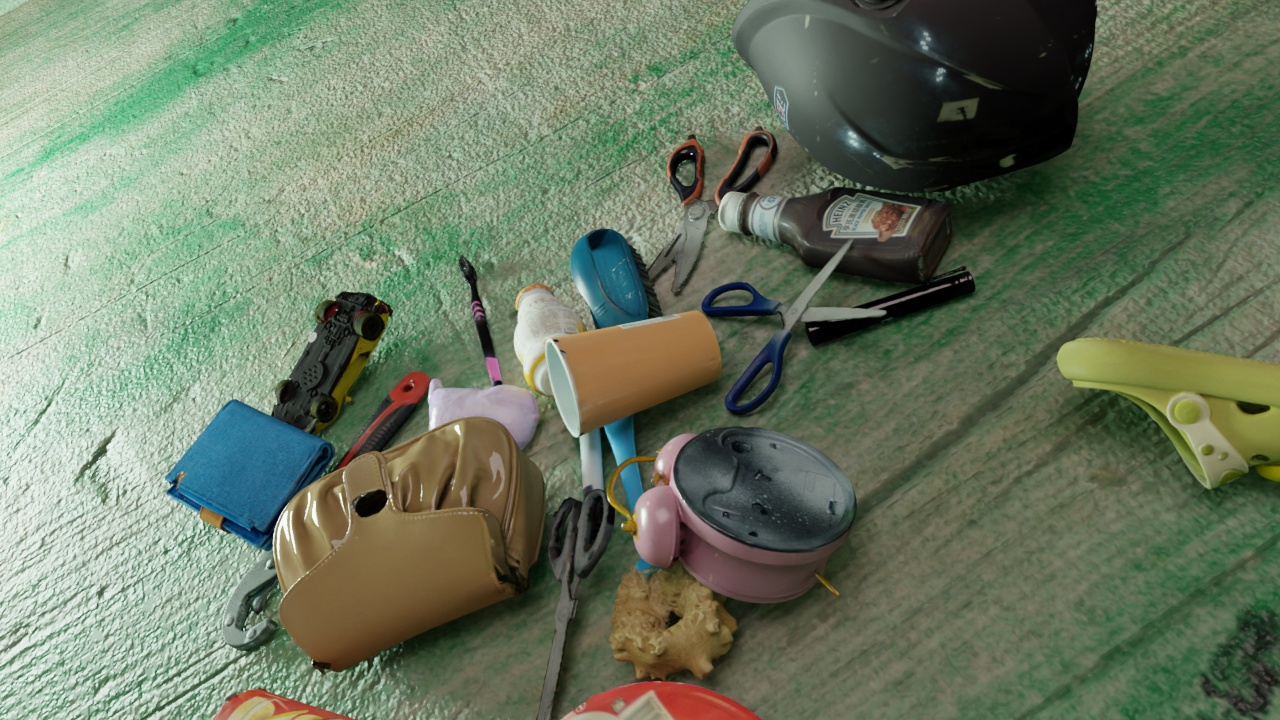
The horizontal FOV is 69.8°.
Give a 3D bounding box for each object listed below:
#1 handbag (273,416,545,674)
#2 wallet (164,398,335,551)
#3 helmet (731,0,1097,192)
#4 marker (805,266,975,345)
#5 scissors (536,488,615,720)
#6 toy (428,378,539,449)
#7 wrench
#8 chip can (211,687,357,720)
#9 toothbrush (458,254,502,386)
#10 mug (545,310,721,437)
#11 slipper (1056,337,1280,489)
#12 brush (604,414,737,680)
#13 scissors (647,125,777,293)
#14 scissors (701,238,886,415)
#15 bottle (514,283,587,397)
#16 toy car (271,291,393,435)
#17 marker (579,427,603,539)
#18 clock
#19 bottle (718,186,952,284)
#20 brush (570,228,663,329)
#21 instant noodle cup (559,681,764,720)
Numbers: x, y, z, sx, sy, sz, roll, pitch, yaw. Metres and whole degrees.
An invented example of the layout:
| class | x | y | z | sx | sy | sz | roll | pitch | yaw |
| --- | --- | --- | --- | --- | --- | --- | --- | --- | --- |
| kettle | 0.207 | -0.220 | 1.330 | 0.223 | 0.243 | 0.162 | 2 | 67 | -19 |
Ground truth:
| class | x | y | z | sx | sy | sz | roll | pitch | yaw |
| --- | --- | --- | --- | --- | --- | --- | --- | --- | --- |
| handbag | -0.172 | 0.127 | 0.669 | 0.204 | 0.100 | 0.147 | -25 | 50 | 6 |
| wallet | -0.343 | 0.098 | 0.804 | 0.133 | 0.040 | 0.106 | 17 | 66 | 29 |
| helmet | 0.220 | -0.247 | 0.734 | 0.275 | 0.233 | 0.230 | -14 | 77 | 7 |
| marker | 0.193 | -0.042 | 0.714 | 0.132 | 0.022 | 0.020 | -19 | 12 | 7 |
| scissors | -0.046 | 0.168 | 0.617 | 0.137 | 0.014 | 0.174 | -49 | 32 | 20 |
| toy | -0.135 | 0.051 | 0.761 | 0.108 | 0.039 | 0.083 | -1 | 65 | 16 |
| wrench | -0.261 | 0.116 | 0.774 | 0.056 | 0.016 | 0.272 | 10 | 56 | 30 |
| chip can | -0.178 | 0.264 | 0.575 | 0.217 | 0.073 | 0.073 | 3 | 53 | 26 |
| toothbrush | -0.151 | -0.039 | 0.860 | 0.014 | 0.018 | 0.189 | -25 | 48 | 3 |
| mug | -0.004 | 0.004 | 0.709 | 0.122 | 0.078 | 0.078 | -17 | 44 | -16 |
| slipper | 0.348 | 0.036 | 0.553 | 0.191 | 0.091 | 0.081 | 15 | 98 | 21 |
| brush | 0.003 | 0.113 | 0.650 | 0.083 | 0.046 | 0.254 | -24 | 41 | 7 |
| scissors | 0.055 | -0.152 | 0.873 | 0.196 | 0.015 | 0.215 | -27 | 47 | -1 |
| scissors | 0.111 | -0.029 | 0.723 | 0.173 | 0.012 | 0.162 | 4 | 61 | 42 |
| bottle | -0.077 | -0.020 | 0.780 | 0.063 | 0.063 | 0.108 | -26 | 47 | 0 |
| toy car | -0.291 | 0.004 | 0.862 | 0.071 | 0.041 | 0.155 | 16 | 74 | 32 |
| marker | -0.037 | 0.078 | 0.709 | 0.018 | 0.023 | 0.130 | 3 | 48 | -11 |
| clock | 0.056 | 0.095 | 0.592 | 0.158 | 0.060 | 0.117 | 16 | 33 | 8 |
| bottle | 0.157 | -0.114 | 0.777 | 0.195 | 0.044 | 0.079 | 16 | 57 | 34 |
| brush | -0.027 | -0.065 | 0.788 | 0.055 | 0.073 | 0.143 | -40 | 41 | 21 |
| instant noodle cup | 0.010 | 0.276 | 0.489 | 0.194 | 0.066 | 0.193 | -11 | 49 | 13 |
